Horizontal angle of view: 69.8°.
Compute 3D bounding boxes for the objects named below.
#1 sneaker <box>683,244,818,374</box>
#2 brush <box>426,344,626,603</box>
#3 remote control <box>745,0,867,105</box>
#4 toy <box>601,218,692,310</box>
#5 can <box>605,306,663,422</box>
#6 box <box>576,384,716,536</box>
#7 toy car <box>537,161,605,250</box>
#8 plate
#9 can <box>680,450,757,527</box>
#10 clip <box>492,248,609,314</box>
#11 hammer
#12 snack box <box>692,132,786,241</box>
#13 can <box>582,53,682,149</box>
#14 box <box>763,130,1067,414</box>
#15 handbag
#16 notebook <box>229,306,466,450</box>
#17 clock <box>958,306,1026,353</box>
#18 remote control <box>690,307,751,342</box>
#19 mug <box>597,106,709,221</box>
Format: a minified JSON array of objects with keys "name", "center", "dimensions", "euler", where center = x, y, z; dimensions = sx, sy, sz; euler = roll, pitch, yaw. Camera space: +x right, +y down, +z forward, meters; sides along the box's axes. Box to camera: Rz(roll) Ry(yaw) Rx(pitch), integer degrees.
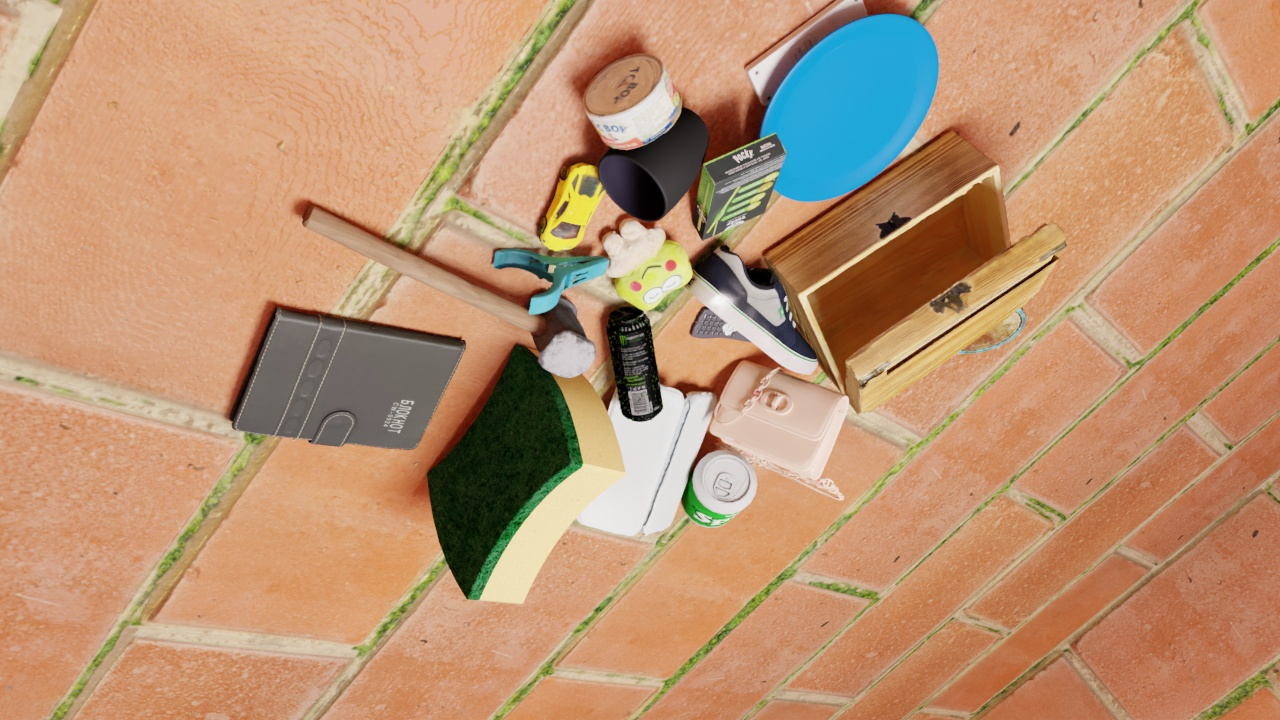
[{"name":"sneaker","center":[0.157,-0.060,1.120],"dimensions":[0.235,0.084,0.079],"euler":[34,101,-36]},{"name":"brush","center":[-0.139,0.130,1.053],"dimensions":[0.075,0.195,0.251],"euler":[18,119,-40]},{"name":"remote control","center":[0.173,-0.321,0.942],"dimensions":[0.136,0.011,0.050],"euler":[-35,138,5]},{"name":"toy","center":[0.003,-0.109,1.023],"dimensions":[0.092,0.046,0.115],"euler":[-34,130,12]},{"name":"can","center":[-0.007,0.006,1.094],"dimensions":[0.054,0.054,0.138],"euler":[-17,118,-15]},{"name":"box","center":[0.017,0.129,1.200],"dimensions":[0.185,0.084,0.211],"euler":[16,100,-33]},{"name":"toy car","center":[-0.070,-0.157,0.947],"dimensions":[0.049,0.030,0.107],"euler":[5,128,-34]},{"name":"plate","center":[0.222,-0.273,0.999],"dimensions":[0.224,0.024,0.225],"euler":[-18,141,-16]},{"name":"can","center":[0.108,0.182,1.289],"dimensions":[0.087,0.087,0.140],"euler":[-19,164,-13]},{"name":"clip","center":[-0.105,-0.094,0.965],"dimensions":[0.120,0.119,0.033],"euler":[-54,162,-48]},{"name":"hammer","center":[-0.184,-0.073,0.929],"dimensions":[0.328,0.098,0.052],"euler":[25,112,-35]},{"name":"snack box","center":[0.101,-0.180,0.971],"dimensions":[0.080,0.025,0.148],"euler":[-25,168,-7]},{"name":"can","center":[-0.008,-0.243,0.859],"dimensions":[0.086,0.086,0.043],"euler":[-34,137,3]},{"name":"box","center":[0.347,-0.070,1.131],"dimensions":[0.279,0.220,0.259],"euler":[-35,139,2]},{"name":"handbag","center":[0.193,0.087,1.243],"dimensions":[0.116,0.199,0.187],"euler":[-64,149,-8]},{"name":"notebook","center":[-0.313,0.028,0.987],"dimensions":[0.208,0.029,0.170],"euler":[12,122,-35]},{"name":"clock","center":[0.456,-0.064,1.298],"dimensions":[0.158,0.073,0.121],"euler":[-21,144,19]},{"name":"remote control","center":[0.121,-0.044,1.174],"dimensions":[0.124,0.009,0.047],"euler":[4,127,-32]},{"name":"mug","center":[0.014,-0.196,0.923],"dimensions":[0.100,0.085,0.119],"euler":[-51,-173,-25]}]
